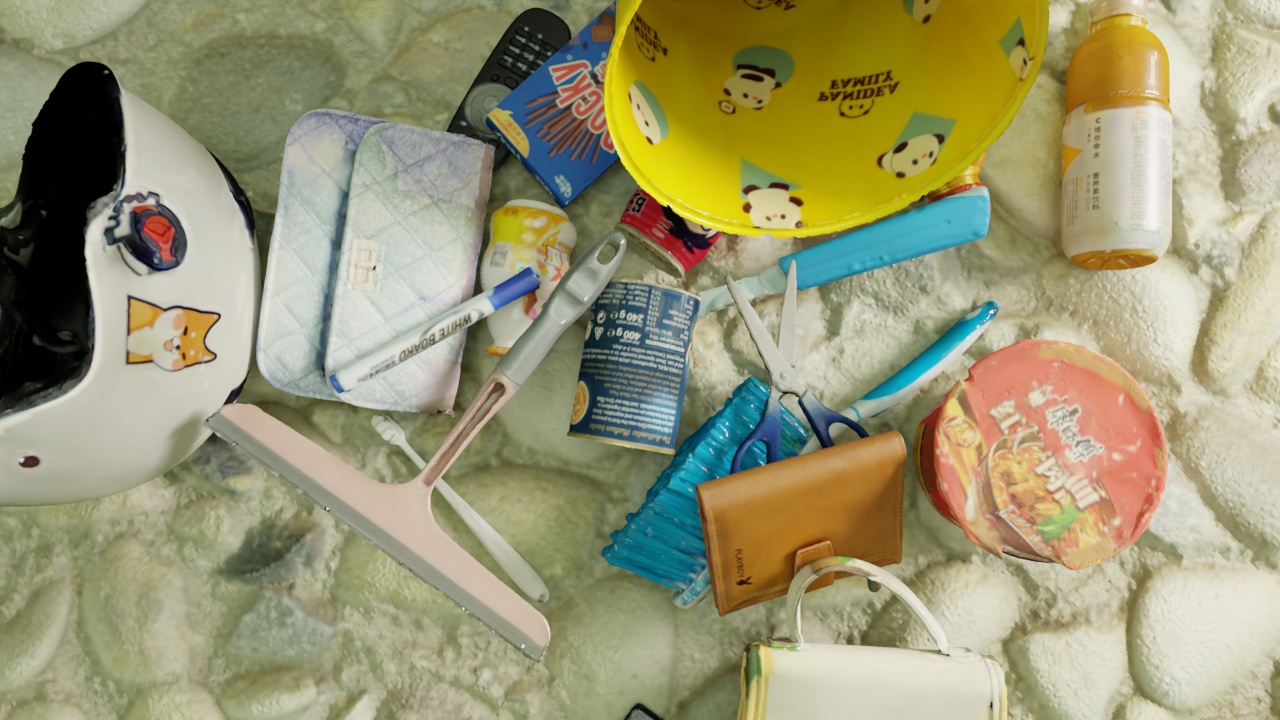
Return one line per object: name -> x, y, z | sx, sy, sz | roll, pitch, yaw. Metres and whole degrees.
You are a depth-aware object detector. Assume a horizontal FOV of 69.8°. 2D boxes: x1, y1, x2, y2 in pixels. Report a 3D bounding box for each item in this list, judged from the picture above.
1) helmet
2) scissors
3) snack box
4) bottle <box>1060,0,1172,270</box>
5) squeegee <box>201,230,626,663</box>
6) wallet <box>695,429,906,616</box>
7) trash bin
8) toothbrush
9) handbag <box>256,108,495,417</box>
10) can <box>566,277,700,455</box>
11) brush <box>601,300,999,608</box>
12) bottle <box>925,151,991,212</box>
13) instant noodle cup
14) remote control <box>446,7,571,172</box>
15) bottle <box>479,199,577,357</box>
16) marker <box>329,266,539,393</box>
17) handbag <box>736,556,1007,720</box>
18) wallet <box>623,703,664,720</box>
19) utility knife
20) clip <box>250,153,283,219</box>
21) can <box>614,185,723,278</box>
helmet -> -0.334, -0.032, 0.596 | 0.230, 0.156, 0.273 | 3, 74, 41
scissors -> 0.094, 0.027, 0.602 | 0.162, 0.012, 0.164 | 39, 81, -3
snack box -> -0.026, -0.194, 0.664 | 0.157, 0.026, 0.084 | -43, 100, -5
bottle -> 0.331, -0.160, 0.638 | 0.068, 0.068, 0.189 | 4, 84, 2
squeegee -> -0.089, 0.017, 0.586 | 0.247, 0.040, 0.249 | 39, 82, -7
wallet -> 0.104, 0.108, 0.584 | 0.130, 0.035, 0.119 | -15, 120, -7
trash bin -> 0.087, -0.244, 0.554 | 0.229, 0.230, 0.254 | -6, 55, 1
toothbrush -> -0.128, 0.104, 0.650 | 0.016, 0.016, 0.180 | -44, 84, -1
handbag -> -0.178, -0.063, 0.616 | 0.134, 0.075, 0.194 | 8, 99, -16
can -> -0.004, 0.004, 0.626 | 0.075, 0.075, 0.111 | 9, 85, 3
brush -> 0.113, 0.045, 0.634 | 0.109, 0.060, 0.314 | 41, 84, 1
bottle -> 0.201, -0.180, 0.651 | 0.057, 0.057, 0.175 | -17, 84, 0
instant noodle cup -> 0.245, 0.060, 0.595 | 0.138, 0.108, 0.138 | 0, 83, 2
remote control -> -0.098, -0.197, 0.681 | 0.053, 0.024, 0.136 | 31, 87, 0
bottle -> -0.082, -0.055, 0.644 | 0.063, 0.063, 0.108 | 9, 84, 3
marker -> -0.131, -0.020, 0.591 | 0.145, 0.017, 0.017 | -30, 83, -11
handbag -> 0.145, 0.210, 0.587 | 0.163, 0.063, 0.179 | 3, 100, 2
wallet -> 0.018, 0.307, 0.621 | 0.121, 0.019, 0.097 | 34, 86, 7
utility knife -> 0.123, -0.067, 0.639 | 0.238, 0.018, 0.034 | -17, 95, 14
clip -> -0.238, -0.107, 0.672 | 0.100, 0.034, 0.071 | 34, 86, 10
can -> 0.033, -0.112, 0.645 | 0.066, 0.066, 0.093 | 37, 86, 6
